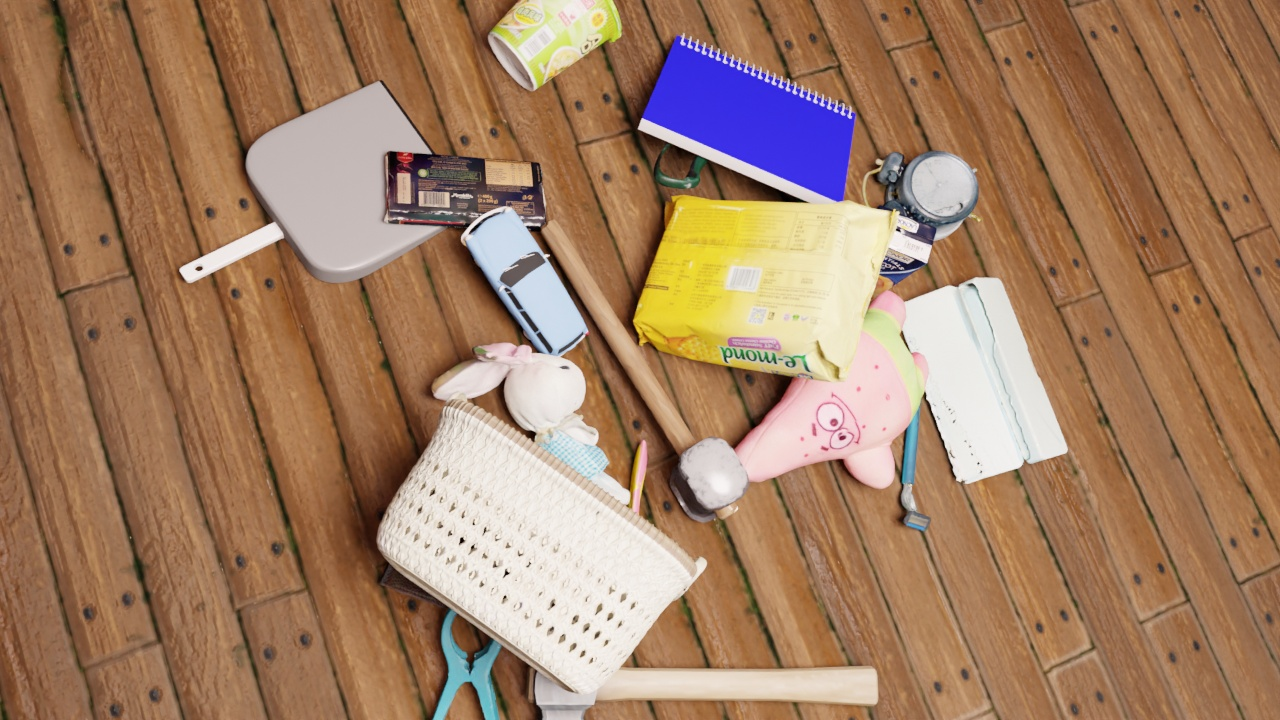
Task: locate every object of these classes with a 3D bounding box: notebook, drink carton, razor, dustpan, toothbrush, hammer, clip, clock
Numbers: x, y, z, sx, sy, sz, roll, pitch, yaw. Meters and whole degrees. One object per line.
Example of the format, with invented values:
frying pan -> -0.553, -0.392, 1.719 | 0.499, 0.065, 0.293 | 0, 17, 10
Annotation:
notebook -> 0.116, -0.247, 0.935 | 0.209, 0.022, 0.171 | 22, 49, -5
drink carton -> 0.230, -0.102, 0.901 | 0.064, 0.130, 0.040 | 21, 74, -6
razor -> 0.273, 0.097, 0.922 | 0.042, 0.022, 0.143 | 23, 65, -43
dustpan -> -0.311, -0.145, 0.868 | 0.257, 0.033, 0.163 | -34, 85, -24
toothbrush -> -0.005, 0.142, 0.861 | 0.016, 0.021, 0.135 | 6, 79, -12
hammer -> -0.005, 0.005, 0.866 | 0.052, 0.098, 0.328 | -30, 77, -13
hammer -> 0.060, 0.292, 0.827 | 0.322, 0.051, 0.117 | 5, 74, -12
clip -> -0.163, 0.266, 0.791 | 0.113, 0.028, 0.126 | 14, 88, -11
clock -> 0.295, -0.175, 0.972 | 0.129, 0.052, 0.090 | 0, 77, -6

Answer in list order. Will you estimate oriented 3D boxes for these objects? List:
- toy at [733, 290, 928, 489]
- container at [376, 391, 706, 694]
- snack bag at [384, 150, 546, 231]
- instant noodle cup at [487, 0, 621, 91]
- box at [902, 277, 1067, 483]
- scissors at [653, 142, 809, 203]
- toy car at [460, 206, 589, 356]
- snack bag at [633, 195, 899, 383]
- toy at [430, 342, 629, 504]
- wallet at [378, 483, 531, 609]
toy -> 0.184, 0.041, 0.874 | 0.236, 0.097, 0.192 | -34, 106, -13
container -> -0.087, 0.150, 0.730 | 0.246, 0.185, 0.142 | 33, 69, 5
snack bag -> -0.168, -0.164, 0.891 | 0.155, 0.018, 0.074 | 1, 72, -19
instant noodle cup -> -0.091, -0.332, 0.919 | 0.108, 0.099, 0.099 | -43, 88, -9
box -> 0.353, 0.017, 0.944 | 0.126, 0.075, 0.197 | -18, 77, 7
scissors -> 0.086, -0.203, 0.912 | 0.203, 0.015, 0.201 | -28, 65, -35
toy car -> -0.104, -0.069, 0.856 | 0.056, 0.055, 0.153 | -38, 111, -16
snack bag -> 0.100, -0.075, 0.837 | 0.068, 0.248, 0.159 | 27, 77, -49
toy -> -0.072, 0.051, 0.835 | 0.205, 0.131, 0.105 | 47, 54, -8
wallet -> -0.158, 0.175, 0.822 | 0.120, 0.031, 0.099 | 23, 78, -6
